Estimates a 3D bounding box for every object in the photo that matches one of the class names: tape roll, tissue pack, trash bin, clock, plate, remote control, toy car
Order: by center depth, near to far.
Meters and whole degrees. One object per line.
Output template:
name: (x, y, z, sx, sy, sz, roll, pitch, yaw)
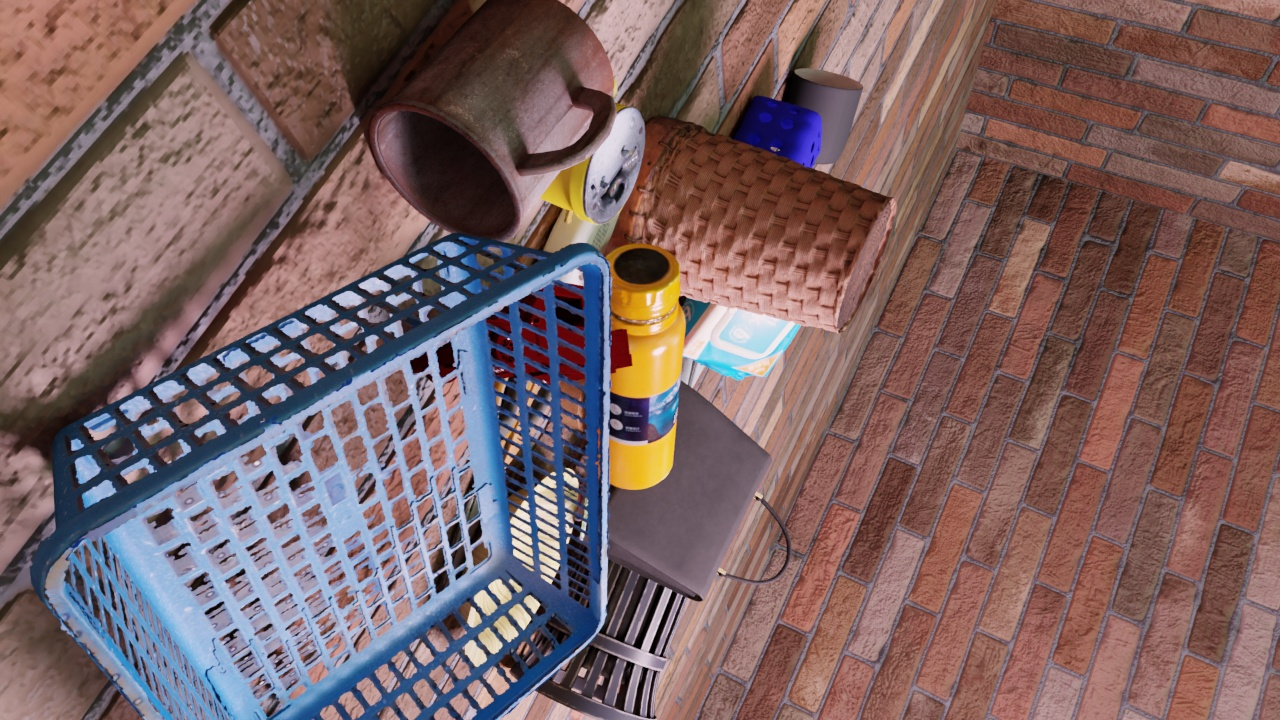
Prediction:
toy car: (-0.076, -0.018, 0.615, 0.169, 0.070, 0.062, 3, 78, -57)
clock: (-0.038, -0.146, 0.620, 0.083, 0.057, 0.119, -59, 160, -24)
remote control: (-0.049, -0.086, 0.702, 0.114, 0.028, 0.060, -67, 162, -2)
trash bin: (0.091, -0.106, 0.785, 0.150, 0.210, 0.151, -53, 157, -35)
plate: (-0.115, 0.173, 0.801, 0.183, 0.036, 0.185, -57, 160, -35)
tape roll: (-0.045, 0.017, 0.834, 0.093, 0.027, 0.094, -54, 157, -36)
tissue pack: (0.116, -0.066, 0.933, 0.210, 0.117, 0.066, -57, -148, 29)
trash bin: (-0.018, 0.255, 0.985, 0.164, 0.164, 0.227, 57, 53, -68)

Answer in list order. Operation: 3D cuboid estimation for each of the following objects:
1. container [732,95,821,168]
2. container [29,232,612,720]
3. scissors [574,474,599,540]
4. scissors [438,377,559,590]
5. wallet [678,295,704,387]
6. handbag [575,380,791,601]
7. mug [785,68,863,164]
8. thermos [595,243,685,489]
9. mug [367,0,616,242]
container: (0.138, -0.212, 0.997, 0.113, 0.085, 0.084, -63, 162, -17)
container: (-0.139, 0.109, 0.499, 0.256, 0.089, 0.363, -33, 145, -30)
scissors: (-0.046, 0.117, 0.874, 0.178, 0.016, 0.101, -124, -127, -86)
scissors: (-0.121, 0.081, 0.719, 0.229, 0.016, 0.114, -66, 161, -1)
wallet: (0.061, -0.033, 1.048, 0.100, 0.054, 0.132, -51, 161, -39)
handbag: (0.067, 0.150, 0.914, 0.175, 0.196, 0.072, -59, -175, -26)
mug: (0.214, -0.304, 1.128, 0.121, 0.085, 0.095, -94, -166, -59)
thermos: (-0.005, 0.005, 0.779, 0.233, 0.076, 0.091, 92, -10, -45)
mug: (-0.062, -0.127, 0.475, 0.110, 0.123, 0.096, -62, 147, -25)
